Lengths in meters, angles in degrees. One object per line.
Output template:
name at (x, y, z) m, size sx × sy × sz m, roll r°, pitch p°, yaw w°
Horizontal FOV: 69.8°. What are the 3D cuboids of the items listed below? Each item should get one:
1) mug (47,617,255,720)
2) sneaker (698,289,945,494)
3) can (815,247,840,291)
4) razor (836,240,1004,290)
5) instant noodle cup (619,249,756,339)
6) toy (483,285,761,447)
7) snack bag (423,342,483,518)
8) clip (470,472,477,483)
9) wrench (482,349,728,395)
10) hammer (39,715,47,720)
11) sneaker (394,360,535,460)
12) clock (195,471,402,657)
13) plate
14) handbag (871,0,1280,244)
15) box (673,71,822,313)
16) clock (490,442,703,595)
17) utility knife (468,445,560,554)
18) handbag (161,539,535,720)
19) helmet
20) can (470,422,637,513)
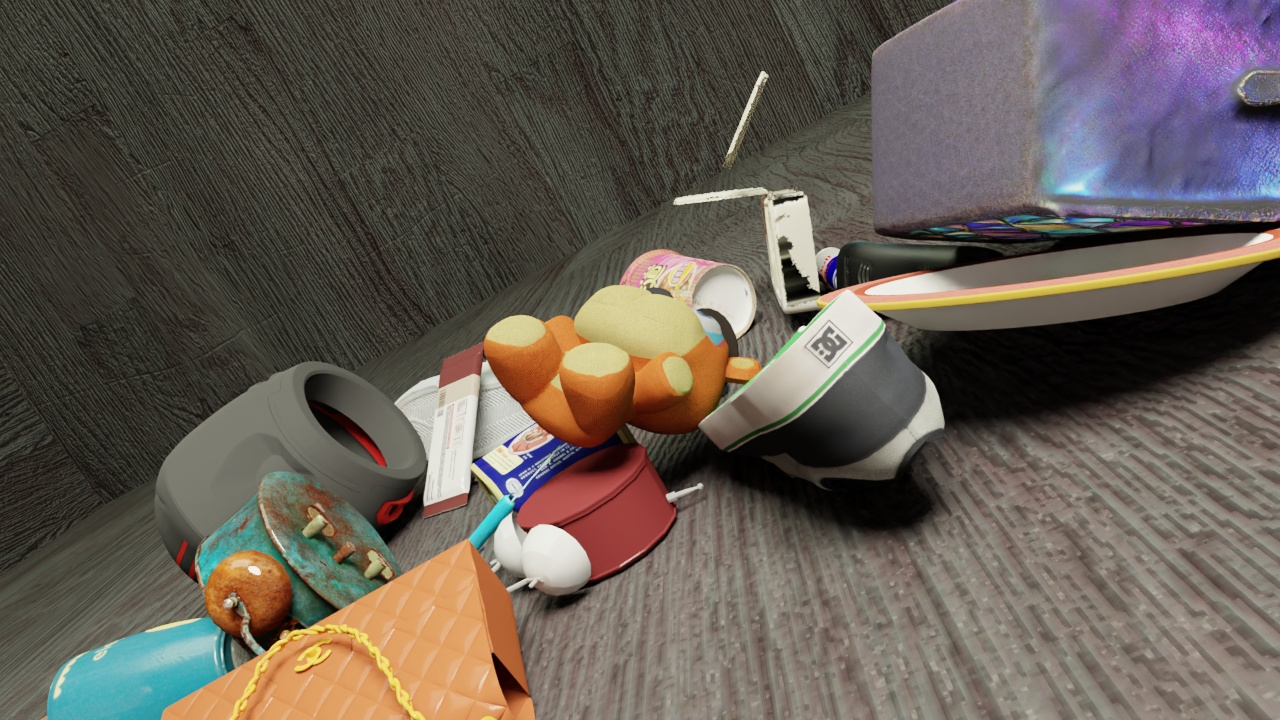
mug at (-0.281, 0.205, 0.571) m, size 0.104 × 0.084 × 0.112 m, roll -22°, pitch -16°, yaw 3°
sneaker at (0.089, 0.030, 0.464) m, size 0.084 × 0.079 × 0.235 m, roll -44°, pitch -4°, yaw -4°
can at (0.168, -0.073, 0.762) m, size 0.032 × 0.032 × 0.095 m, roll -28°, pitch 12°, yaw 5°
razor at (0.193, -0.060, 0.640) m, size 0.067 × 0.054 × 0.152 m, roll -7°, pitch 6°, yaw -32°
instant noodle cup at (0.047, -0.054, 0.840) m, size 0.097 × 0.098 × 0.109 m, roll -34°, pitch 21°, yaw -23°
toy at (-0.003, 0.004, 0.546) m, size 0.112 × 0.096 × 0.175 m, roll 19°, pitch 6°, yaw 36°
snack bag at (-0.164, 0.060, 0.815) m, size 0.057 × 0.013 × 0.157 m, roll -23°, pitch 53°, yaw 33°
clip at (-0.134, 0.097, 0.806) m, size 0.035 × 0.013 × 0.052 m, roll -37°, pitch 12°, yaw -38°
wrench at (-0.041, 0.004, 0.765) m, size 0.274 × 0.022 × 0.073 m, roll 10°, pitch 52°, yaw 42°
hammer at (-0.378, 0.245, 0.545) m, size 0.157 × 0.037 × 0.301 m, roll -32°, pitch 0°, yaw -15°
sneaker at (-0.129, 0.034, 0.898) m, size 0.243 × 0.089 × 0.090 m, roll -18°, pitch 11°, yaw 19°
clock at (-0.197, 0.133, 0.547) m, size 0.073 × 0.121 × 0.157 m, roll -41°, pitch 23°, yaw 3°
plate at (0.204, -0.038, 0.454) m, size 0.230 × 0.021 × 0.229 m, roll -10°, pitch 6°, yaw 1°
handbag at (0.258, -0.132, 0.507) m, size 0.222 × 0.125 × 0.205 m, roll -3°, pitch 4°, yaw -13°
box at (0.081, -0.134, 0.770) m, size 0.106 × 0.193 × 0.143 m, roll -9°, pitch 9°, yaw 6°
clock at (-0.033, 0.092, 0.519) m, size 0.124 × 0.044 × 0.087 m, roll -34°, pitch 13°, yaw -23°
utility knife at (-0.095, 0.103, 0.556) m, size 0.152 × 0.015 × 0.022 m, roll -50°, pitch 1°, yaw 20°
handbag at (-0.139, 0.164, 0.413) m, size 0.172 × 0.060 × 0.108 m, roll -29°, pitch 31°, yaw -1°
helmet at (-0.297, 0.110, 0.761) m, size 0.170 × 0.164 × 0.264 m, roll -45°, pitch 2°, yaw 5°
can at (-0.058, 0.074, 0.626) m, size 0.092 × 0.056 × 0.116 m, roll -34°, pitch 13°, yaw -15°
